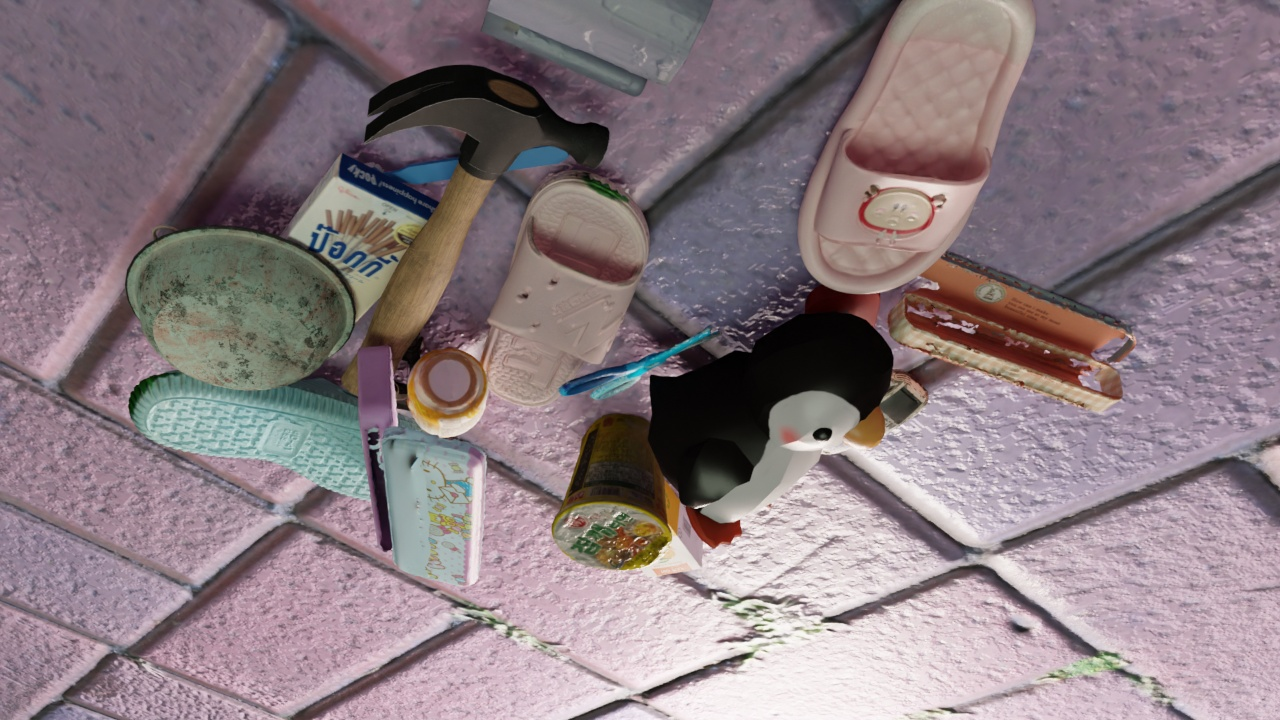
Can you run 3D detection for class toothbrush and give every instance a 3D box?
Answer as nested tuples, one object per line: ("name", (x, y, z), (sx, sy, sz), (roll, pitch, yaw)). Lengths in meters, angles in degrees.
("toothbrush", (-0.130, -0.133, 0.626), (0.167, 0.014, 0.016), (-6, 134, 9))

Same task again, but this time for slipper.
("slipper", (0.167, -0.125, 0.558), (0.107, 0.055, 0.222), (10, 135, -4))
("slipper", (-0.064, -0.031, 0.680), (0.094, 0.064, 0.240), (19, 136, -11))
("slipper", (-0.289, 0.055, 0.796), (0.276, 0.069, 0.116), (19, 132, -31))

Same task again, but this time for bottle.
("bottle", (-0.158, 0.033, 0.751), (0.063, 0.063, 0.109), (16, 158, -8))

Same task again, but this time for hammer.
("hammer", (-0.151, -0.067, 0.628), (0.132, 0.040, 0.306), (15, 138, -26))

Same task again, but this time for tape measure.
("tape measure", (0.147, -0.040, 0.671), (0.051, 0.019, 0.059), (4, 144, 7))

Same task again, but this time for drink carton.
("drink carton", (0.012, 0.157, 0.874), (0.059, 0.040, 0.122), (-15, 131, 22))

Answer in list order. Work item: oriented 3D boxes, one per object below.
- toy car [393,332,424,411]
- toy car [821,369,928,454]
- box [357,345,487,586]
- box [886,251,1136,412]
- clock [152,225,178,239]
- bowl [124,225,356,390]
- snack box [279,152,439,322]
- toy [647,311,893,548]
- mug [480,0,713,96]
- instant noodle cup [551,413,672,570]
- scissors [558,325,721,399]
("toy car", (-0.203, 0.007, 0.757), (0.040, 0.037, 0.092), (12, 135, -4))
("toy car", (0.177, 0.047, 0.740), (0.048, 0.040, 0.113), (36, 130, -24))
("box", (-0.178, 0.096, 0.710), (0.140, 0.062, 0.215), (41, 146, 20))
("box", (0.267, -0.018, 0.652), (0.187, 0.054, 0.076), (17, 103, -11))
("clock", (-0.334, -0.054, 0.703), (0.093, 0.054, 0.141), (-3, 141, 1))
("bowl", (-0.290, -0.027, 0.666), (0.157, 0.038, 0.158), (-4, 141, -4))
("snack box", (-0.213, -0.081, 0.663), (0.082, 0.026, 0.150), (27, 137, -31))
("toy", (0.096, 0.026, 0.669), (0.140, 0.158, 0.185), (53, 131, 6))
("mug", (-0.026, -0.198, 0.504), (0.104, 0.083, 0.124), (20, 158, -15))
("instant noodle cup", (-0.020, 0.108, 0.781), (0.102, 0.108, 0.102), (4, 135, 4))
("scissors", (-0.002, 0.003, 0.703), (0.141, 0.013, 0.113), (-27, 166, 34))
